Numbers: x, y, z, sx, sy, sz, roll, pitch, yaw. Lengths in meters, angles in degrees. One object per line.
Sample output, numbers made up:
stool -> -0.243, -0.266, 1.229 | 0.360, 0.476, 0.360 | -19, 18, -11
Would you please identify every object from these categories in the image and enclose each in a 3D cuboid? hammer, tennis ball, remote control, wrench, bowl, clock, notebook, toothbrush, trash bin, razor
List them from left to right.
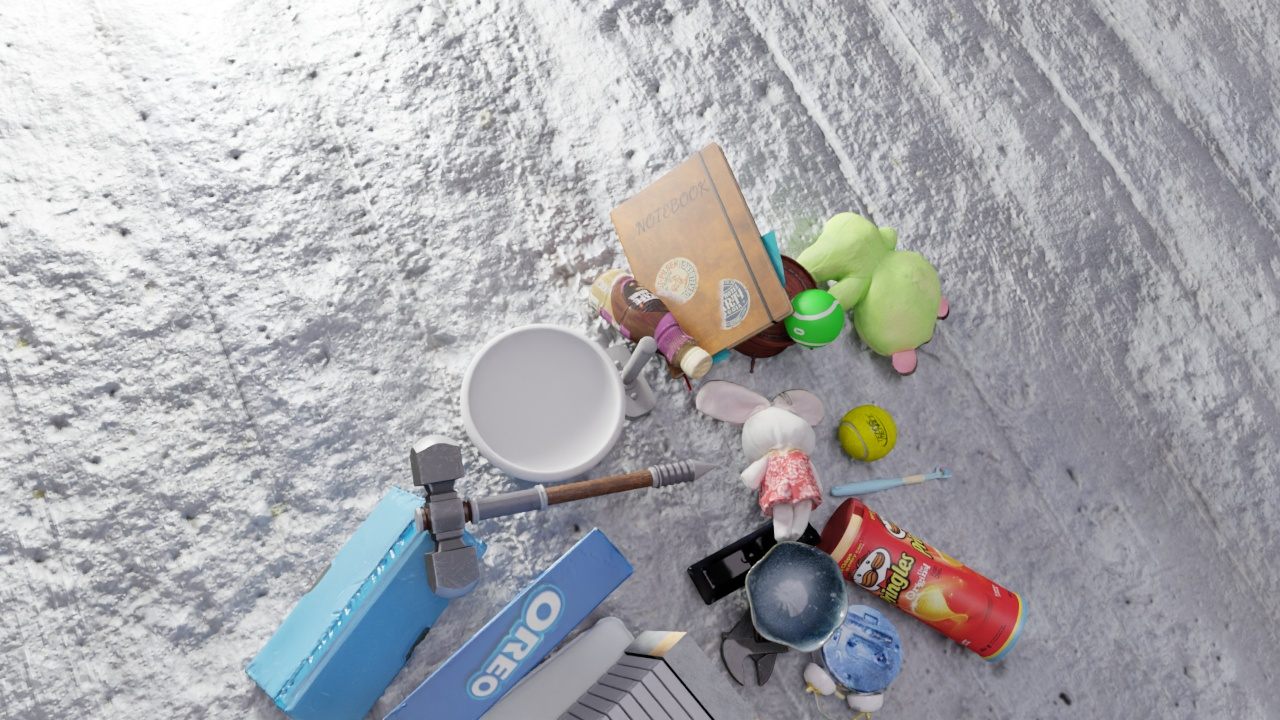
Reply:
bowl -> -0.107, 0.052, 1.003 | 0.176, 0.066, 0.176 | 4, 68, -10
hammer -> -0.065, 0.132, 0.927 | 0.321, 0.043, 0.156 | -7, 83, -24
trash bin -> -0.020, 0.381, 0.818 | 0.246, 0.143, 0.142 | -39, 88, -21
razor -> -0.006, 0.006, 1.014 | 0.047, 0.116, 0.088 | -23, 75, -24
notebook -> 0.074, -0.114, 1.061 | 0.179, 0.014, 0.249 | -30, 67, 25
remote control -> 0.125, 0.209, 0.994 | 0.150, 0.022, 0.047 | -25, 69, -17
clock -> 0.141, -0.075, 1.099 | 0.120, 0.072, 0.157 | -20, 75, -18
wrench -> 0.145, 0.222, 1.013 | 0.073, 0.018, 0.272 | 18, 65, -3
bowl -> 0.157, 0.247, 0.961 | 0.110, 0.055, 0.110 | 3, 71, -8
tennis ball -> 0.193, -0.046, 1.023 | 0.065, 0.065, 0.065 | 4, 68, -10
clock -> 0.222, 0.320, 0.969 | 0.089, 0.052, 0.125 | 26, 66, -1
tennis ball -> 0.263, 0.084, 1.063 | 0.065, 0.065, 0.065 | 4, 68, -10
toothbrush -> 0.293, 0.142, 1.074 | 0.155, 0.016, 0.022 | -8, 38, -15

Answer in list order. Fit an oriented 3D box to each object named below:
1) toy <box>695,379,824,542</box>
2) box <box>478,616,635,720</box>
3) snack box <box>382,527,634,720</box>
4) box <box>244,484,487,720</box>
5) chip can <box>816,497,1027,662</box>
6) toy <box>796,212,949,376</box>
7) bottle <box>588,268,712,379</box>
toy -> 0.153, 0.105, 1.014 | 0.159, 0.084, 0.194 | 2, 55, -20
box -> -0.054, 0.383, 0.902 | 0.209, 0.045, 0.191 | -31, 77, -20
snack box -> -0.124, 0.264, 0.845 | 0.238, 0.196, 0.056 | -40, 83, -22
box -> -0.273, 0.244, 0.913 | 0.112, 0.094, 0.231 | 14, 60, 42
chip can -> 0.303, 0.238, 1.000 | 0.213, 0.087, 0.086 | 30, 66, 1
toy -> 0.291, -0.096, 1.125 | 0.197, 0.107, 0.149 | 36, 64, 13
bottle -> 0.013, -0.039, 1.041 | 0.059, 0.060, 0.166 | -37, 60, -22
